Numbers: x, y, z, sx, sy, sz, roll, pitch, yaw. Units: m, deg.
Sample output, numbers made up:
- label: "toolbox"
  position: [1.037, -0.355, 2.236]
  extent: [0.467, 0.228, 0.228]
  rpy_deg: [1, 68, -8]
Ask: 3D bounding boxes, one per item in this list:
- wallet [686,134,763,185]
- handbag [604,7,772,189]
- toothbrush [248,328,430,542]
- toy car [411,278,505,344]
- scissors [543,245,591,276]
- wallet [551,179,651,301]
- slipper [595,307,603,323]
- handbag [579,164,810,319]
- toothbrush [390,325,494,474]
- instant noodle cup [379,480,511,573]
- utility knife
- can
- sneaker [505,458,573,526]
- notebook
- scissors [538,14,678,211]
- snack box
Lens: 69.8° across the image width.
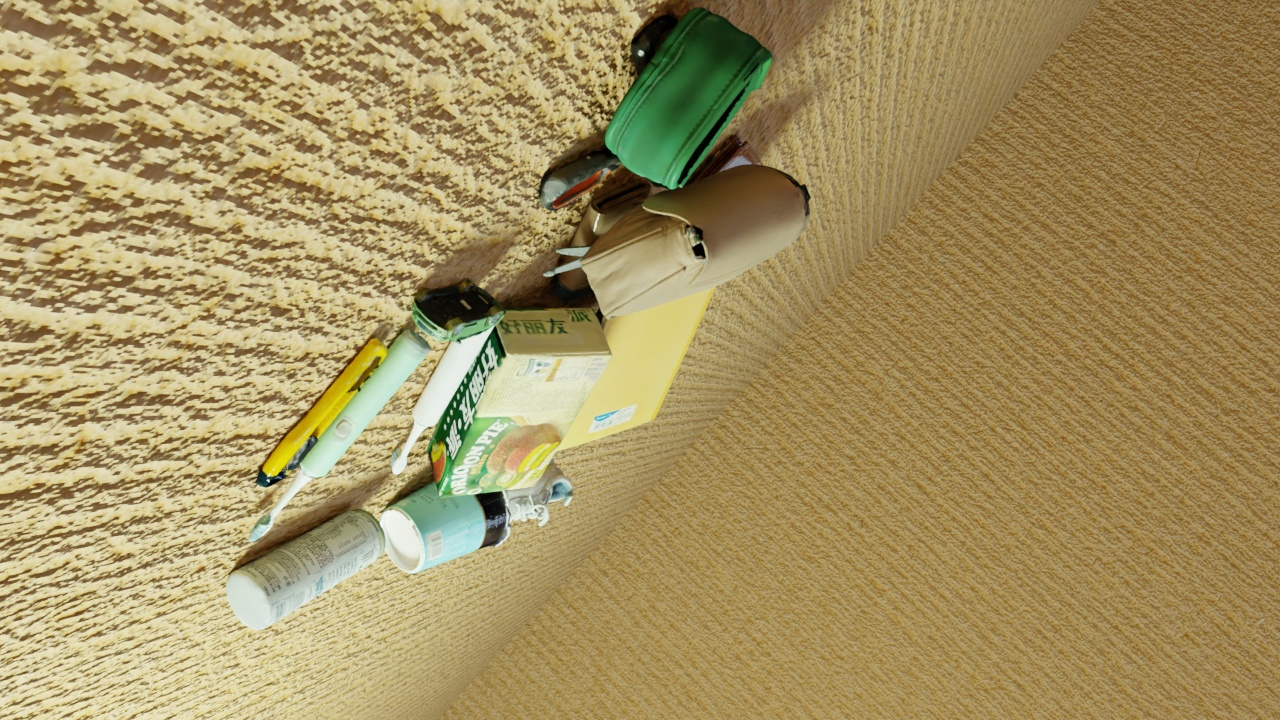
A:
- label: "wallet"
  position: [0.103, -0.175, 1.029]
  extent: [0.101, 0.032, 0.124]
  rpy_deg: [-45, 135, 0]
- label: "handbag"
  position: [0.036, -0.195, 0.709]
  extent: [0.131, 0.068, 0.120]
  rpy_deg: [-53, 177, 3]
- label: "toothbrush"
  position: [-0.248, 0.064, 0.744]
  extent: [0.225, 0.026, 0.027]
  rpy_deg: [-48, -170, 10]
- label: "toy car"
  position: [-0.145, -0.036, 0.727]
  extent: [0.036, 0.043, 0.091]
  rpy_deg: [-51, 167, 23]
- label: "scissors"
  position: [-0.023, -0.109, 0.856]
  extent: [0.140, 0.012, 0.171]
  rpy_deg: [-46, 162, 2]
- label: "wallet"
  position: [-0.036, -0.115, 0.883]
  extent: [0.090, 0.033, 0.116]
  rpy_deg: [-33, 159, -45]
- label: "slipper"
  position: [-0.005, -0.036, 1.000]
  extent: [0.268, 0.083, 0.111]
  rpy_deg: [-61, 173, -5]
- label: "handbag"
  position: [0.047, -0.111, 0.809]
  extent: [0.203, 0.100, 0.148]
  rpy_deg: [-27, -176, -42]
- label: "toothbrush"
  position: [-0.188, 0.033, 0.848]
  extent: [0.026, 0.026, 0.222]
  rpy_deg: [3, 135, -41]
- label: "instant noodle cup"
  position: [-0.228, 0.184, 1.050]
  extent: [0.120, 0.111, 0.111]
  rpy_deg: [-21, 153, -47]
- label: "utility knife"
  position: [-0.245, 0.042, 0.708]
  extent: [0.154, 0.015, 0.033]
  rpy_deg: [-48, 171, 9]
- label: "can"
  position: [-0.313, 0.194, 0.869]
  extent: [0.058, 0.058, 0.146]
  rpy_deg: [-54, 166, 31]
- label: "sneaker"
  position: [-0.174, 0.204, 1.310]
  extent: [0.090, 0.091, 0.241]
  rpy_deg: [-52, 166, 22]
- label: "notebook"
  position: [-0.006, 0.006, 0.960]
  extent: [0.145, 0.010, 0.207]
  rpy_deg: [-15, 141, -39]
- label: "scissors"
  position: [0.000, -0.194, 0.764]
  extent: [0.220, 0.021, 0.235]
  rpy_deg: [-43, 167, -16]
- label: "snack box"
  position: [-0.126, 0.046, 0.913]
  extent: [0.114, 0.063, 0.241]
  rpy_deg: [-3, 144, -31]
